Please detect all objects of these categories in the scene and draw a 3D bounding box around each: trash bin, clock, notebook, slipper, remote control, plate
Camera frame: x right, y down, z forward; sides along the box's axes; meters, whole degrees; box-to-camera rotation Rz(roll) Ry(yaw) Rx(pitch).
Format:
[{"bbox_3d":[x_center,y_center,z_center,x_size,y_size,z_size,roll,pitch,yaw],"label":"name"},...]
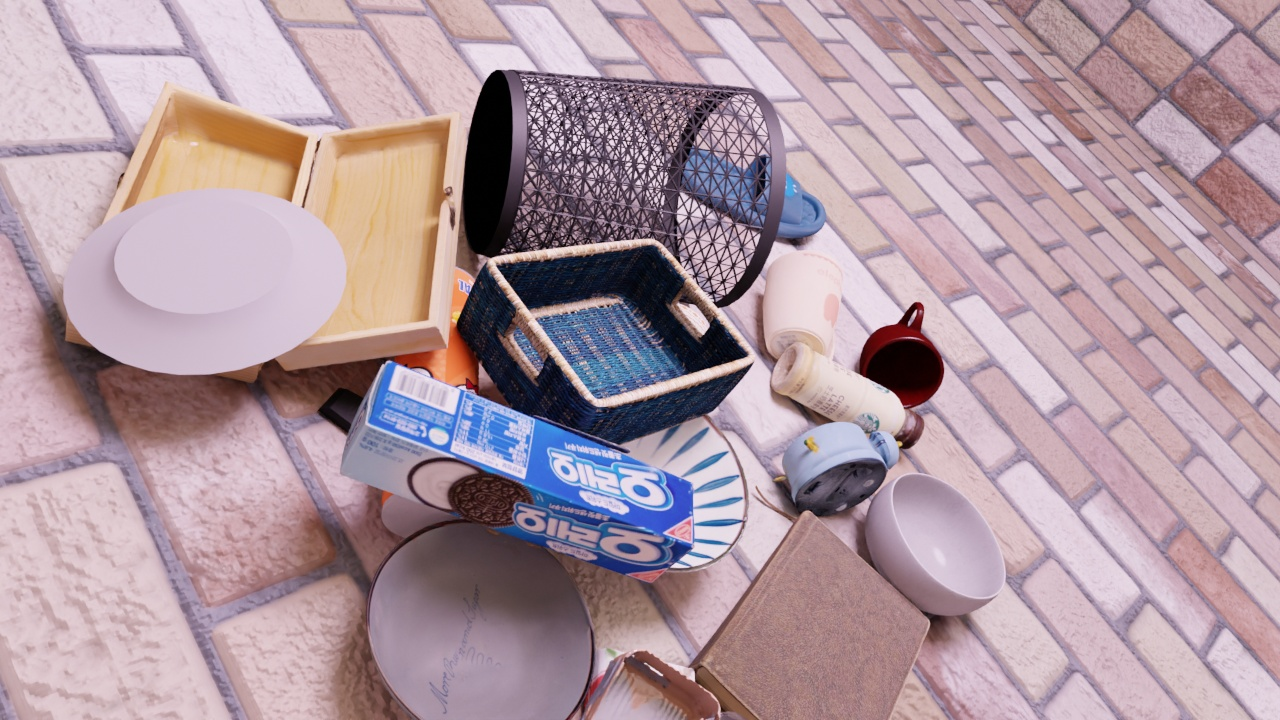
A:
[{"bbox_3d":[-0.027,-0.167,0.862,0.243,0.218,0.216,4,51,-25],"label":"trash bin"},{"bbox_3d":[0.187,0.100,0.847,0.124,0.089,0.051,6,44,-29],"label":"clock"},{"bbox_3d":[0.127,0.215,0.738,0.190,0.035,0.214,43,41,8],"label":"notebook"},{"bbox_3d":[0.141,-0.211,1.125,0.213,0.059,0.103,16,47,-21],"label":"slipper"},{"bbox_3d":[-0.178,0.061,0.680,0.124,0.010,0.039,34,41,-5],"label":"remote control"},{"bbox_3d":[-0.286,-0.064,0.607,0.172,0.019,0.172,7,49,-8],"label":"plate"}]

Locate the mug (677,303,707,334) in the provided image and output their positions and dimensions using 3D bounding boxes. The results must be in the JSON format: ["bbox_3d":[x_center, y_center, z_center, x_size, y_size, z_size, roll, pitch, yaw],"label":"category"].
[{"bbox_3d":[-0.005,0.005,0.820,0.122,0.081,0.097,11,51,-1],"label":"mug"}]

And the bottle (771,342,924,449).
[{"bbox_3d":[0.216,0.040,0.946,0.162,0.057,0.056,27,42,-12],"label":"bottle"}]

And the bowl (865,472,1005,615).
[{"bbox_3d":[0.263,0.175,0.847,0.131,0.065,0.131,21,42,-20],"label":"bowl"}]

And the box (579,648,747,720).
[{"bbox_3d":[0.001,0.295,0.528,0.148,0.043,0.215,32,58,0],"label":"box"}]

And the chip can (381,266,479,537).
[{"bbox_3d":[-0.150,0.024,0.674,0.062,0.062,0.210,15,46,-25],"label":"chip can"}]

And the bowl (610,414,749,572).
[{"bbox_3d":[-0.007,0.099,0.721,0.177,0.071,0.177,19,44,-20],"label":"bowl"}]

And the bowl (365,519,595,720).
[{"bbox_3d":[-0.107,0.180,0.585,0.150,0.057,0.150,19,43,-20],"label":"bowl"}]

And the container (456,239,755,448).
[{"bbox_3d":[-0.024,-0.013,0.699,0.187,0.071,0.145,-15,59,-46],"label":"container"}]

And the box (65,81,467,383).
[{"bbox_3d":[-0.267,-0.103,0.704,0.261,0.097,0.246,0,51,-5],"label":"box"}]

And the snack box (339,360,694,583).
[{"bbox_3d":[-0.073,0.076,0.591,0.226,0.060,0.059,23,41,-20],"label":"snack box"}]

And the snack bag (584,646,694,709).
[{"bbox_3d":[0.000,0.255,0.608,0.077,0.036,0.115,20,43,-19],"label":"snack bag"}]

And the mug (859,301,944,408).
[{"bbox_3d":[0.287,-0.015,1.016,0.087,0.114,0.088,14,25,-2],"label":"mug"}]

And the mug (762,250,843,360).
[{"bbox_3d":[0.179,-0.044,0.990,0.111,0.085,0.104,48,42,-35],"label":"mug"}]
